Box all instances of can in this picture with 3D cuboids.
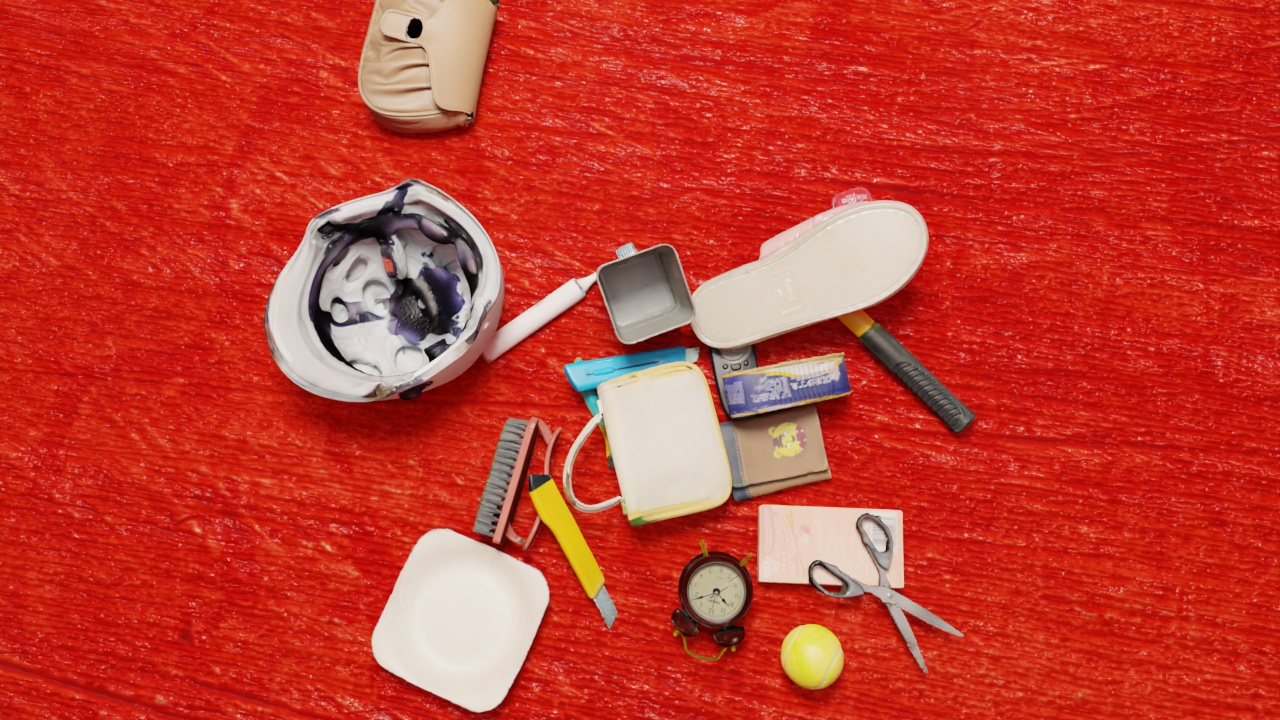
[{"bbox_3d":[0.162,0.027,1.011,0.148,0.075,0.049,-10,87,-21],"label":"can"}]

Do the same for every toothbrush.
[{"bbox_3d":[-0.095,-0.070,1.079,0.221,0.027,0.026,-35,117,-5],"label":"toothbrush"}]

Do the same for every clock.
[{"bbox_3d":[0.078,0.259,0.984,0.082,0.055,0.121,14,80,5],"label":"clock"}]

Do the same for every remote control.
[{"bbox_3d":[0.108,0.003,1.055,0.053,0.024,0.136,-10,82,-1],"label":"remote control"}]

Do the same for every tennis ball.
[{"bbox_3d":[0.180,0.311,0.963,0.065,0.065,0.065,0,77,2],"label":"tennis ball"}]

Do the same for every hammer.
[{"bbox_3d":[0.259,-0.034,1.041,0.300,0.032,0.129,45,111,5],"label":"hammer"}]

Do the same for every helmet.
[{"bbox_3d":[-0.268,-0.062,1.024,0.259,0.146,0.229,-35,77,3],"label":"helmet"}]

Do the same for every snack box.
[{"bbox_3d":[0.207,0.204,1.006,0.157,0.026,0.084,2,78,3],"label":"snack box"}]

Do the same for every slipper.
[{"bbox_3d":[0.181,-0.090,1.008,0.275,0.054,0.114,-25,92,17],"label":"slipper"}]

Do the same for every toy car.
[{"bbox_3d":[0.263,-0.147,1.074,0.053,0.045,0.120,-17,75,-3],"label":"toy car"}]

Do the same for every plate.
[{"bbox_3d":[-0.194,0.281,1.001,0.164,0.034,0.163,24,79,7],"label":"plate"}]

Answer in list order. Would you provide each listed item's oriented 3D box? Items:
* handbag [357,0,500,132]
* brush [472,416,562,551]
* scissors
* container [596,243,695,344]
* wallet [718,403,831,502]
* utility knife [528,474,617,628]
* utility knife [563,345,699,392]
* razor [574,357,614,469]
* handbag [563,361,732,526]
[{"bbox_3d":[-0.260,-0.382,1.118,0.148,0.100,0.204,10,82,1],"label":"handbag"},{"bbox_3d":[-0.133,0.134,1.018,0.069,0.063,0.145,15,77,1],"label":"brush"},{"bbox_3d":[0.261,0.245,0.977,0.178,0.014,0.159,7,83,1],"label":"scissors"},{"bbox_3d":[0.001,-0.077,1.024,0.090,0.114,0.090,-19,99,-3],"label":"container"},{"bbox_3d":[0.149,0.103,1.025,0.115,0.033,0.090,-12,87,-3],"label":"wallet"},{"bbox_3d":[-0.073,0.206,1.000,0.033,0.015,0.192,-30,95,-29],"label":"utility knife"},{"bbox_3d":[-0.006,0.006,1.049,0.161,0.018,0.034,-11,77,-16],"label":"utility knife"},{"bbox_3d":[-0.046,0.057,1.047,0.043,0.028,0.132,-23,80,-22],"label":"razor"},{"bbox_3d":[-0.003,0.097,1.007,0.178,0.063,0.163,-12,82,-9],"label":"handbag"}]
